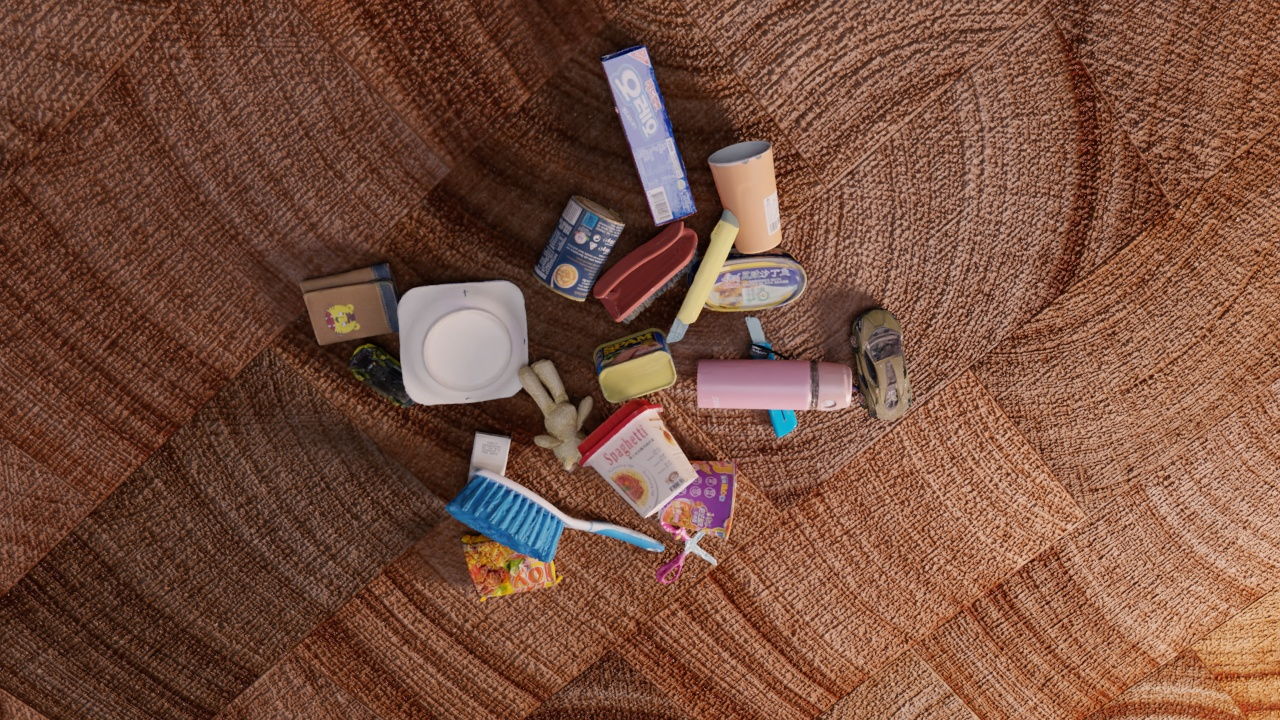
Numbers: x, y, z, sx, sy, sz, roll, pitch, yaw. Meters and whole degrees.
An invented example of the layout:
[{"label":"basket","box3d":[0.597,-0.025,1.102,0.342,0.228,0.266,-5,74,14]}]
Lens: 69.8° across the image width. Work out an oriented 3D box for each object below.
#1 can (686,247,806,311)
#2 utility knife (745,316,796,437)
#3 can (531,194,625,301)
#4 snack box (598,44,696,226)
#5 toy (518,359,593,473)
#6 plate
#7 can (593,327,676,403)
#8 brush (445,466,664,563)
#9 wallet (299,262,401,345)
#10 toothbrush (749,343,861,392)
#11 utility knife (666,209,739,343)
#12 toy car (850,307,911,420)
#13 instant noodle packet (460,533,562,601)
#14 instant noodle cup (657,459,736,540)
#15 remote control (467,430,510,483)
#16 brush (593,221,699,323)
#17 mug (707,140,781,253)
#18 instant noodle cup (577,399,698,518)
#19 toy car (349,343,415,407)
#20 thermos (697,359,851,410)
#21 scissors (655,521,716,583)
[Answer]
[{"label":"can","box3d":[0.136,-0.103,1.175,0.148,0.049,0.075,-5,111,-3]},{"label":"utility knife","box3d":[0.174,0.021,1.244,0.034,0.018,0.182,-20,110,3]},{"label":"can","box3d":[-0.075,-0.139,1.127,0.075,0.075,0.111,26,106,-14]},{"label":"snack box","box3d":[0.009,-0.269,1.095,0.057,0.058,0.207,-19,112,2]},{"label":"toy","box3d":[-0.112,0.071,1.215,0.104,0.066,0.157,-42,117,-38]},{"label":"plate","box3d":[-0.222,-0.018,1.166,0.164,0.034,0.164,-6,112,-16]},{"label":"can","box3d":[-0.007,0.007,1.185,0.102,0.083,0.057,-18,111,2]},{"label":"brush","box3d":[-0.107,0.230,1.253,0.314,0.109,0.061,33,146,-18]},{"label":"wallet","box3d":[-0.359,-0.070,1.151,0.115,0.033,0.090,-10,112,2]},{"label":"toothbrush","box3d":[0.226,0.014,1.239,0.189,0.014,0.017,21,104,-20]},{"label":"utility knife","box3d":[0.077,-0.099,1.134,0.031,0.019,0.183,22,103,-8]},{"label":"toy car","box3d":[0.325,0.006,1.235,0.070,0.042,0.158,-19,109,-10]},{"label":"instant noodle packet","box3d":[-0.180,0.286,1.298,0.128,0.044,0.111,-10,116,-2]},{"label":"instant noodle cup","box3d":[0.076,0.183,1.253,0.099,0.111,0.112,9,110,0]},{"label":"remote control","box3d":[-0.211,0.156,1.255,0.049,0.024,0.125,9,109,-10]},{"label":"brush","box3d":[0.010,-0.115,1.143,0.146,0.063,0.069,-39,146,8]},{"label":"mug","box3d":[0.135,-0.199,1.128,0.078,0.078,0.123,-17,116,1]},{"label":"instant noodle cup","box3d":[0.002,0.128,1.179,0.116,0.116,0.124,-41,79,11]},{"label":"toy car","box3d":[-0.327,0.018,1.187,0.048,0.032,0.105,-42,120,10]},{"label":"thermos","box3d":[0.175,0.037,1.209,0.199,0.067,0.087,1,147,6]},{"label":"scissors","box3d":[0.066,0.266,1.319,0.134,0.017,0.133,-49,120,0]}]
